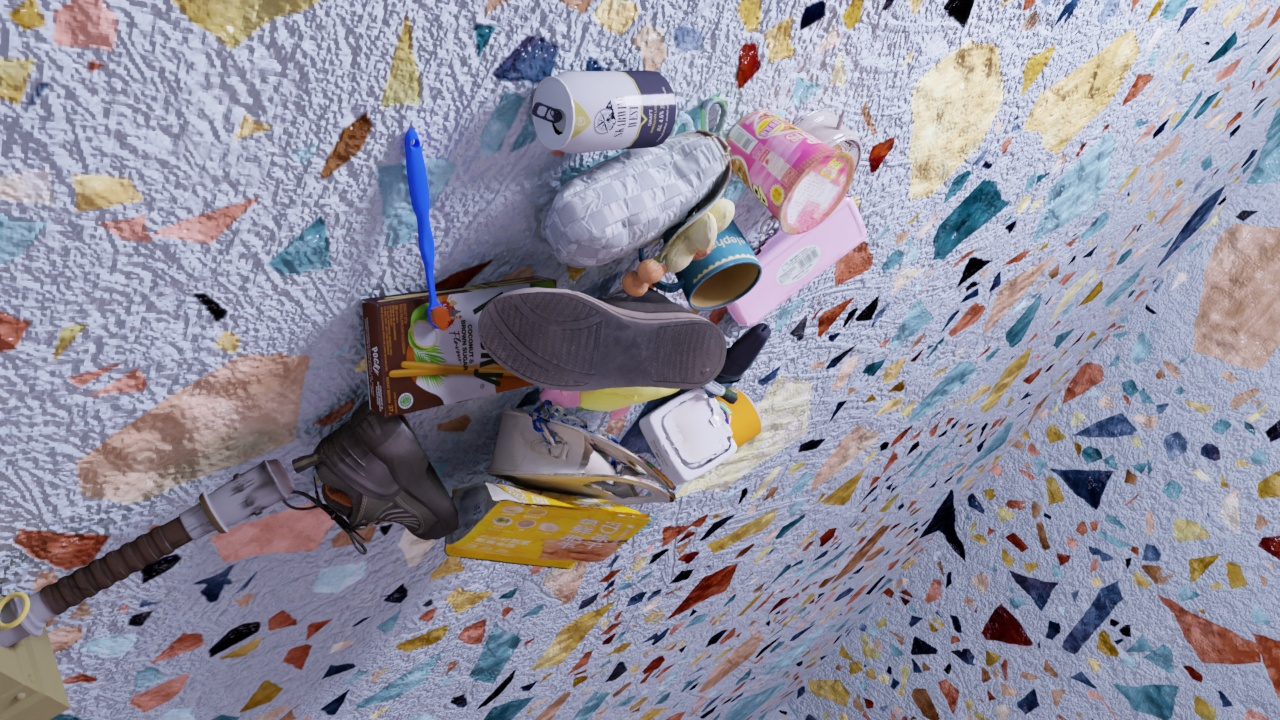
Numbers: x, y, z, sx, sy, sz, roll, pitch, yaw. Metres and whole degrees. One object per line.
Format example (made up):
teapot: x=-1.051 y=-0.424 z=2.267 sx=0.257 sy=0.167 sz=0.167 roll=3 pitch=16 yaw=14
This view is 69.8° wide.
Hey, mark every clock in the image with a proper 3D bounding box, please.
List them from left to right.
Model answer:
clock: x=0.188 y=-0.202 z=1.026 sx=0.157 sy=0.061 sz=0.103 roll=-53 pitch=148 yaw=15

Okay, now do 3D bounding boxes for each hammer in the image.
hammer: x=-0.446 y=0.177 z=0.760 sx=0.324 sy=0.100 sz=0.191 roll=-30 pitch=148 yaw=-19

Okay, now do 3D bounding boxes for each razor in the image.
razor: x=0.128 y=-0.010 z=1.188 sx=0.047 sy=0.052 sz=0.143 roll=-49 pitch=178 yaw=-32

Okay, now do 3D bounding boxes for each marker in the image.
marker: x=0.076 y=0.023 z=1.194 sx=0.146 sy=0.017 sz=0.017 roll=30 pitch=107 yaw=-38

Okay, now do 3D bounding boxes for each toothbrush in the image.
toothbrush: x=-0.175 y=-0.101 z=0.753 sx=0.016 sy=0.018 sz=0.183 roll=-28 pitch=135 yaw=-33

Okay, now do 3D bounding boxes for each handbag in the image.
handbag: x=-0.056 y=0.110 z=1.032 sx=0.200 sy=0.200 sz=0.093 roll=39 pitch=61 yaw=-62
handbag: x=0.001 y=-0.129 z=0.846 sx=0.171 sy=0.123 sz=0.113 roll=-27 pitch=-179 yaw=-19

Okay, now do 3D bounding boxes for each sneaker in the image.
sneaker: x=-0.271 y=0.142 z=0.918 sx=0.142 sy=0.101 sz=0.238 roll=-30 pitch=148 yaw=-15
sneaker: x=-0.046 y=-0.031 z=0.879 sx=0.234 sy=0.120 sz=0.095 roll=0 pitch=108 yaw=-22

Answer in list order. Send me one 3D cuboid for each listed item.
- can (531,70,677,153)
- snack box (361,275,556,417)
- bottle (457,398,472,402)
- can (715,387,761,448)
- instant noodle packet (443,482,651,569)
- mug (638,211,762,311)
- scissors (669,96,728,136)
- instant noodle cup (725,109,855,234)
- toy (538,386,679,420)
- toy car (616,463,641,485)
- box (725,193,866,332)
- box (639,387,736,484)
can: x=-0.033 y=-0.208 z=0.765 sx=0.127 sy=0.064 sz=0.064 roll=-15 pitch=141 yaw=-38
snack box: x=-0.162 y=-0.017 z=0.854 sx=0.185 sy=0.032 sz=0.101 roll=-13 pitch=110 yaw=-40
bottle: x=-0.151 y=0.008 z=0.930 sx=0.112 sy=0.047 sz=0.047 roll=-19 pitch=144 yaw=-33
can: x=0.098 y=0.103 z=1.304 sx=0.142 sy=0.079 sz=0.079 roll=-30 pitch=148 yaw=-18
instant noodle packet: x=-0.104 y=0.171 z=0.992 sx=0.163 sy=0.084 sz=0.222 roll=13 pitch=160 yaw=-22
mug: x=0.053 y=-0.113 z=0.943 sx=0.112 sy=0.104 sz=0.085 roll=-17 pitch=155 yaw=-14
scissors: x=0.071 y=-0.200 z=0.945 sx=0.078 sy=0.032 sz=0.176 roll=-39 pitch=154 yaw=-8
instant noodle cup: x=0.145 y=-0.199 z=0.935 sx=0.097 sy=0.108 sz=0.098 roll=-29 pitch=148 yaw=-21
toy: x=-0.006 y=0.006 z=1.049 sx=0.237 sy=0.087 sz=0.191 roll=-16 pitch=153 yaw=-37
toy car: x=-0.032 y=0.159 z=1.277 sx=0.048 sy=0.033 sz=0.105 roll=-40 pitch=149 yaw=1
box: x=0.194 y=-0.110 z=1.148 sx=0.201 sy=0.073 sz=0.150 roll=-37 pitch=150 yaw=-5
box: x=0.069 y=0.098 z=1.216 sx=0.102 sy=0.107 sz=0.076 roll=-29 pitch=179 yaw=-17
